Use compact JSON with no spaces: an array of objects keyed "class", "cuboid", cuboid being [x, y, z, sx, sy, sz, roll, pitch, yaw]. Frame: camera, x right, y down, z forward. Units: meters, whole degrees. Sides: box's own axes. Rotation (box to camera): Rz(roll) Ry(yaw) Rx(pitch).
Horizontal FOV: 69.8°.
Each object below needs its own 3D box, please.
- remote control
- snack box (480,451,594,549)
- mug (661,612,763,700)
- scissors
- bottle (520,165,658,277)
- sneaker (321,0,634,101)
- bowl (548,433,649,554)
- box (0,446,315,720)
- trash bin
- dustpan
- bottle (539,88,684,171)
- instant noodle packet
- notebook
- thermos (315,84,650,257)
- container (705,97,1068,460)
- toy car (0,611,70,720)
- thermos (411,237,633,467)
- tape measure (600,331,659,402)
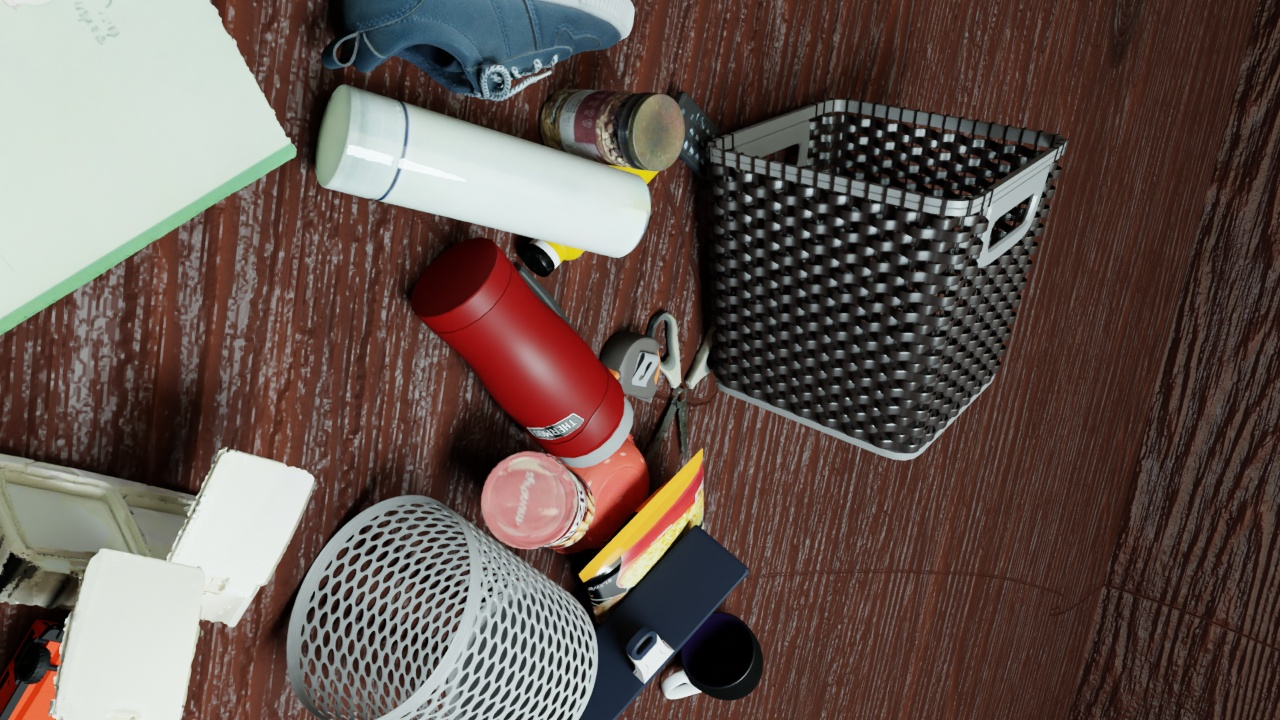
[{"class":"remote control","cuboid":[0.064,-0.189,0.853,0.150,0.022,0.047,33,78,-49]},{"class":"snack box","cuboid":[-0.077,0.114,0.729,0.072,0.072,0.121,-64,171,-9]},{"class":"mug","cuboid":[0.081,0.344,1.020,0.119,0.085,0.100,-30,143,-1]},{"class":"scissors","cuboid":[0.043,0.017,0.906,0.157,0.013,0.171,-43,131,-28]},{"class":"bottle","cuboid":[-0.041,-0.125,0.745,0.143,0.043,0.043,-50,133,-23]},{"class":"sneaker","cuboid":[-0.099,-0.221,0.621,0.235,0.089,0.087,-8,106,-39]},{"class":"bowl","cuboid":[-0.035,0.121,0.836,0.130,0.045,0.131,-18,116,-43]},{"class":"box","cuboid":[-0.243,0.093,0.483,0.105,0.187,0.143,-55,143,4]},{"class":"trash bin","cuboid":[-0.135,0.208,0.681,0.156,0.157,0.183,-59,139,-14]},{"class":"dustpan","cuboid":[0.005,0.268,0.827,0.236,0.080,0.273,-44,147,-15]},{"class":"bottle","cuboid":[-0.023,-0.177,0.700,0.056,0.105,0.056,-18,116,-42]},{"class":"instant noodle packet","cuboid":[0.011,0.197,0.882,0.159,0.032,0.221,-42,149,-26]},{"class":"notebook","cuboid":[-0.324,-0.124,0.471,0.251,0.010,0.182,-43,131,-28]},{"class":"thermos","cuboid":[-0.101,-0.125,0.633,0.229,0.068,0.068,10,96,-35]},{"class":"container","cuboid":[0.219,-0.088,0.870,0.246,0.246,0.244,-30,131,-42]},{"class":"toy car","cuboid":[-0.346,0.197,0.529,0.051,0.049,0.100,37,76,-47]},{"class":"thermos","cuboid":[-0.084,-0.009,0.720,0.198,0.084,0.107,52,32,-40]},{"class":"tape measure","cuboid":[-0.005,0.005,0.832,0.058,0.038,0.059,15,92,-48]}]
